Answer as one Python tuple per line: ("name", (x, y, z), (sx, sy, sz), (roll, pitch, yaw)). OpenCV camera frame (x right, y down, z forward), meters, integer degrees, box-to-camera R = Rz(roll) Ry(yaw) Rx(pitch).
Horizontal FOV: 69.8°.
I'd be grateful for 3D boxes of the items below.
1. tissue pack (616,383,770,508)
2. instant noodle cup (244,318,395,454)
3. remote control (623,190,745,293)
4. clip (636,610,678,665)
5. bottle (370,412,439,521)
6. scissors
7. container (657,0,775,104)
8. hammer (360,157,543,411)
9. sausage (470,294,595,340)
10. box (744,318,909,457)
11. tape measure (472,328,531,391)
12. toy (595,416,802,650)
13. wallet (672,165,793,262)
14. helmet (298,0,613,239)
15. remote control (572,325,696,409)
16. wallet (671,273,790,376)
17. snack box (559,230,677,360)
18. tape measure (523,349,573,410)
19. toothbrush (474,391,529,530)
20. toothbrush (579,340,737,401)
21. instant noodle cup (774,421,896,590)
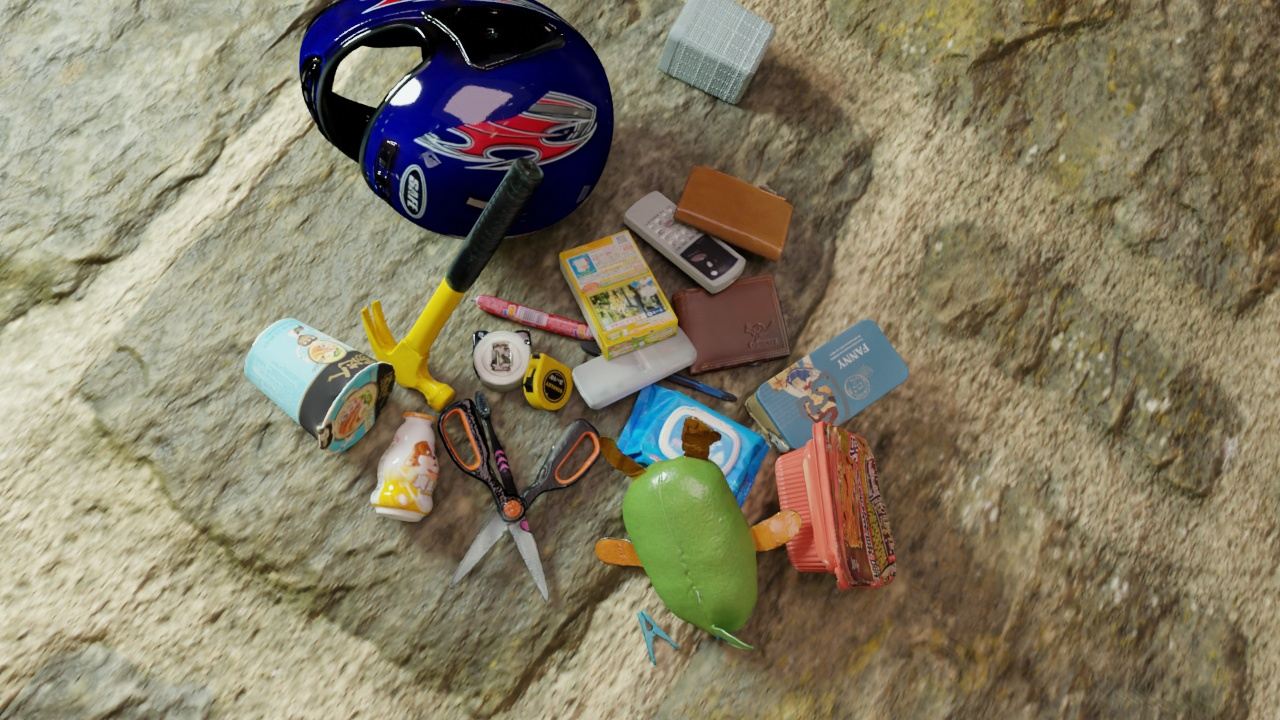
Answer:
("tissue pack", (0.056, 0.093, 0.994), (0.157, 0.052, 0.094), (28, 72, 1))
("instant noodle cup", (-0.335, 0.019, 0.941), (0.120, 0.111, 0.111), (32, 72, 10))
("remote control", (0.051, -0.138, 1.057), (0.150, 0.021, 0.058), (40, 63, 18))
("clip", (0.014, 0.285, 0.954), (0.034, 0.013, 0.054), (-32, 80, -16))
("bottle", (-0.238, 0.109, 0.945), (0.063, 0.063, 0.108), (9, 74, -5))
("scissors", (-0.132, 0.136, 0.965), (0.220, 0.022, 0.234), (-32, 90, -22))
("container", (0.094, -0.382, 1.117), (0.111, 0.090, 0.090), (27, 73, -2))
("hammer", (-0.183, -0.079, 0.913), (0.129, 0.302, 0.032), (40, 33, -1))
("sausage", (-0.115, -0.047, 1.029), (0.156, 0.020, 0.020), (16, 73, -2))
("box", (0.213, 0.029, 1.029), (0.184, 0.062, 0.090), (-34, 82, -13))
("tape measure", (-0.150, 0.000, 1.004), (0.065, 0.034, 0.066), (-4, 74, -7))
("toy", (0.050, 0.173, 0.926), (0.227, 0.089, 0.247), (-13, 102, 28))
("wallet", (0.110, -0.176, 1.074), (0.132, 0.031, 0.107), (22, 48, -3))
("helmet", (-0.182, -0.244, 0.952), (0.315, 0.248, 0.240), (-6, 57, -18))
("remote control", (-0.006, 0.006, 1.006), (0.135, 0.020, 0.056), (-26, 59, -15))
("wallet", (0.104, -0.040, 1.051), (0.124, 0.032, 0.101), (-11, 78, -10))
("snack box", (-0.026, -0.075, 1.024), (0.086, 0.034, 0.140), (-21, 60, -13))
("tape measure", (-0.102, 0.025, 0.995), (0.060, 0.029, 0.057), (31, 67, -44))
("toothbrush", (-0.144, 0.119, 0.980), (0.014, 0.018, 0.189), (-17, 78, -18))
("toothbrush", (0.020, 0.014, 1.035), (0.189, 0.016, 0.014), (20, 63, -4))
("instant noodle cup", (0.199, 0.155, 0.950), (0.079, 0.188, 0.164), (-14, 72, 26))
